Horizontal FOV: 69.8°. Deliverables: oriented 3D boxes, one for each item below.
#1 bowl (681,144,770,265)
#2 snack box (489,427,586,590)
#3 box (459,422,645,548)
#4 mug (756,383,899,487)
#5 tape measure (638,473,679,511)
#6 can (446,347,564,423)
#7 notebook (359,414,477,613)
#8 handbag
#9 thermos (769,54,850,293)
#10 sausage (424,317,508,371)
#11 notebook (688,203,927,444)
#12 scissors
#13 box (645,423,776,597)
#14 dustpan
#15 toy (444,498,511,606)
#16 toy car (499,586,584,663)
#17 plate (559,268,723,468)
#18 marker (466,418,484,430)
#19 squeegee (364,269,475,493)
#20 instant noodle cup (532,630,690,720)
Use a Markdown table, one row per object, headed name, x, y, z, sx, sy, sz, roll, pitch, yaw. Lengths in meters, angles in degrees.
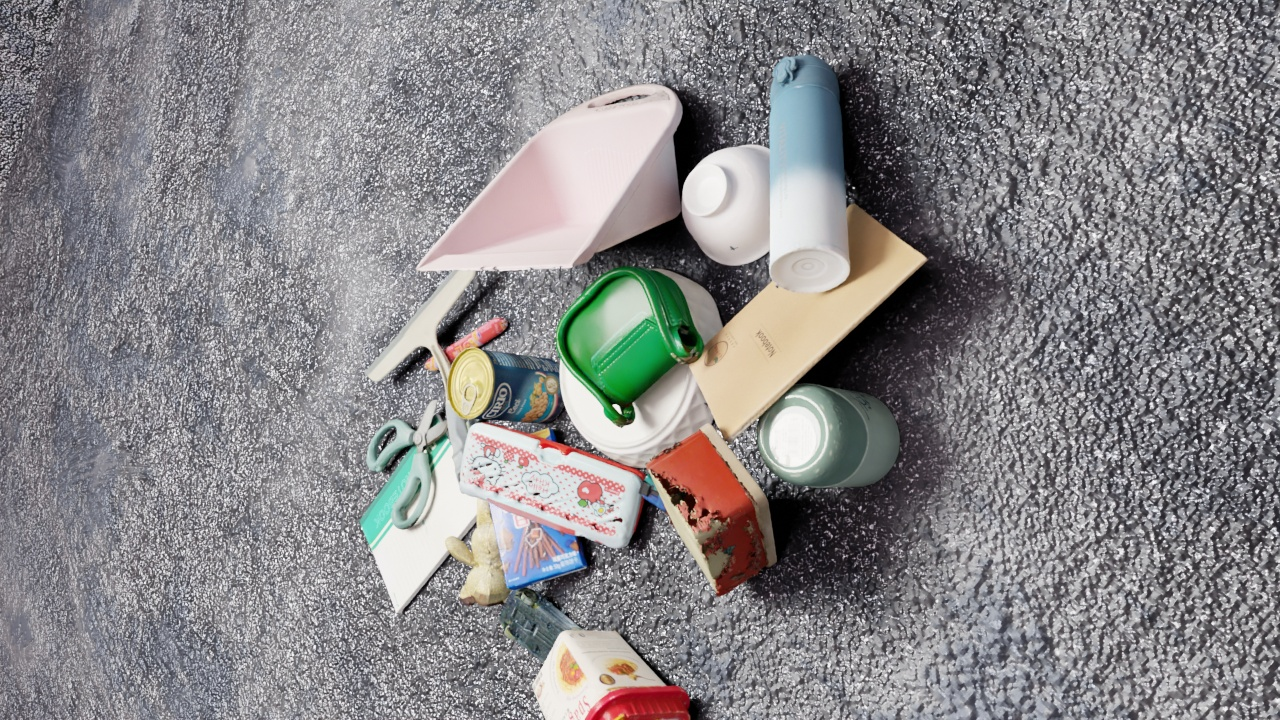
| name | x | y | z | sx | sy | sz | roll | pitch | yaw |
| --- | --- | --- | --- | --- | --- | --- | --- | --- | --- |
| bowl | 0.079 | -0.153 | 0.867 | 0.118 | 0.064 | 0.118 | -5 | 81 | 38 |
| snack box | -0.117 | 0.158 | 0.987 | 0.084 | 0.026 | 0.157 | -18 | 71 | 4 |
| box | -0.094 | 0.127 | 0.942 | 0.201 | 0.048 | 0.087 | 16 | 94 | 18 |
| mug | 0.143 | 0.055 | 0.760 | 0.112 | 0.106 | 0.082 | 41 | 110 | 36 |
| tape measure | 0.028 | 0.125 | 0.877 | 0.054 | 0.058 | 0.025 | 25 | 100 | 43 |
| can | -0.142 | 0.029 | 0.994 | 0.075 | 0.111 | 0.075 | -6 | 80 | 41 |
| notebook | -0.277 | 0.192 | 1.148 | 0.210 | 0.012 | 0.150 | -51 | 55 | 23 |
| handbag | -0.009 | -0.017 | 0.860 | 0.132 | 0.067 | 0.120 | -44 | 60 | 27 |
| thermos | 0.139 | -0.164 | 0.777 | 0.070 | 0.070 | 0.220 | -20 | 54 | 36 |
| sausage | -0.214 | -0.017 | 1.118 | 0.156 | 0.020 | 0.020 | -27 | 68 | 34 |
| notebook | 0.129 | -0.036 | 0.770 | 0.208 | 0.008 | 0.147 | -44 | 25 | 12 |
| scissors | -0.286 | 0.135 | 1.144 | 0.174 | 0.019 | 0.177 | -27 | 65 | 35 |
| box | 0.057 | 0.136 | 0.772 | 0.079 | 0.168 | 0.091 | -32 | 59 | -7 |
| dustpan | -0.079 | -0.188 | 0.914 | 0.223 | 0.272 | 0.139 | 2 | 111 | 37 |
| toy | -0.164 | 0.196 | 1.029 | 0.105 | 0.066 | 0.157 | 5 | 82 | -2 |
| toy car | -0.098 | 0.288 | 0.974 | 0.121 | 0.036 | 0.054 | 31 | 104 | 27 |
| plate | -0.005 | 0.005 | 0.928 | 0.205 | 0.045 | 0.204 | -6 | 80 | 38 |
| marker | -0.181 | 0.055 | 1.086 | 0.124 | 0.015 | 0.018 | -49 | 56 | 27 |
| squeegee | -0.226 | 0.047 | 1.083 | 0.247 | 0.039 | 0.246 | -41 | 57 | 32 |
| instant noodle cup | -0.035 | 0.328 | 0.875 | 0.124 | 0.116 | 0.116 | 42 | 111 | 47 |
